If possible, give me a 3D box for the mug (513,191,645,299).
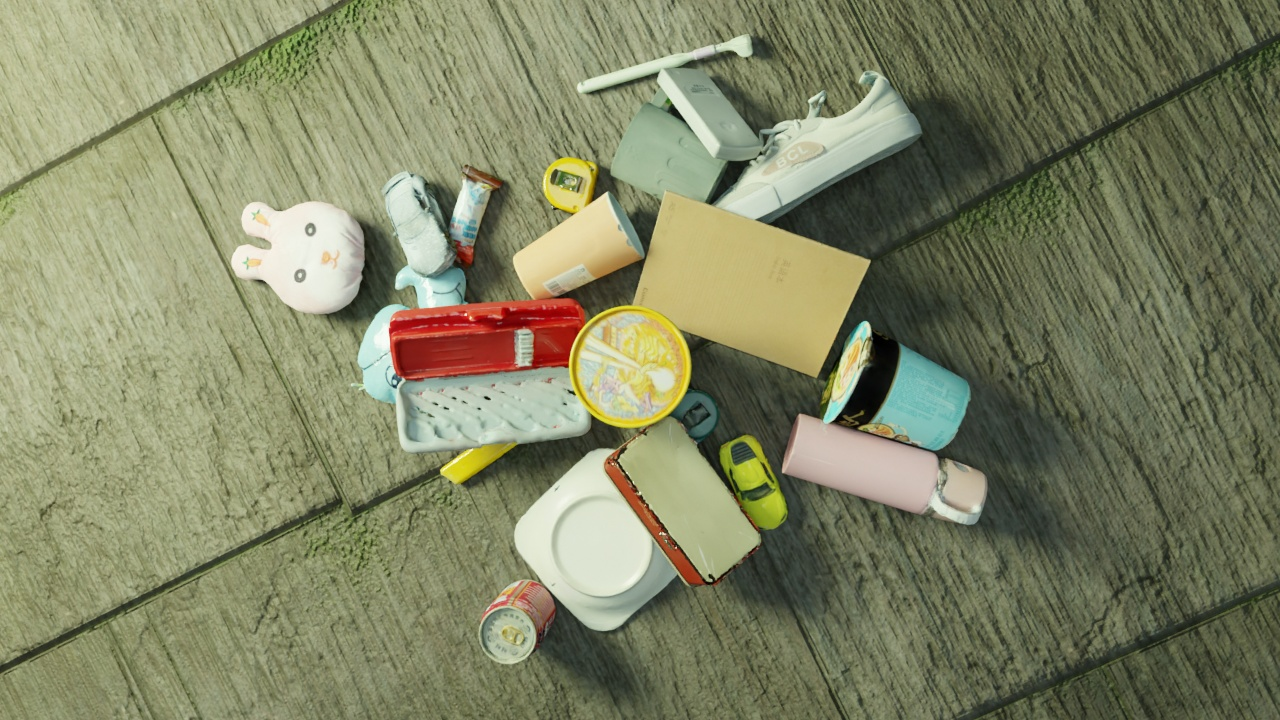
[{"bbox_3d":[-0.067,-0.113,0.962,0.123,0.078,0.078,-28,89,10],"label":"mug"}]

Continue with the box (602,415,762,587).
[{"bbox_3d":[0.046,0.143,0.941,0.091,0.078,0.168,-36,89,-21],"label":"box"}]

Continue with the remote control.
[{"bbox_3d":[0.069,-0.250,0.926,0.056,0.019,0.135,-9,53,-31],"label":"remote control"}]

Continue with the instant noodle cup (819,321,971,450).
[{"bbox_3d":[0.259,0.034,0.922,0.120,0.111,0.111,23,93,-2],"label":"instant noodle cup"}]

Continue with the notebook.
[{"bbox_3d":[0.105,-0.076,0.934,0.211,0.012,0.150,20,128,4],"label":"notebook"}]

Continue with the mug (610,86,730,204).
[{"bbox_3d":[0.042,-0.221,0.950,0.103,0.084,0.123,29,69,3],"label":"mug"}]

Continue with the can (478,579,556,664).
[{"bbox_3d":[-0.129,0.275,0.967,0.066,0.093,0.066,0,91,5],"label":"can"}]

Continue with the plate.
[{"bbox_3d":[-0.041,0.196,0.987,0.164,0.034,0.164,-44,88,4],"label":"plate"}]

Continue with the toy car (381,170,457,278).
[{"bbox_3d":[-0.238,-0.145,0.980,0.054,0.036,0.120,-32,72,17],"label":"toy car"}]

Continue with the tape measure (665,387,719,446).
[{"bbox_3d":[0.056,0.057,0.977,0.054,0.025,0.058,-42,88,6],"label":"tape measure"}]

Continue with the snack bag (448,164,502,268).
[{"bbox_3d":[-0.188,-0.156,0.994,0.048,0.026,0.104,23,94,-4],"label":"snack bag"}]

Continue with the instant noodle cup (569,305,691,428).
[{"bbox_3d":[-0.006,0.005,0.936,0.118,0.114,0.118,0,91,5],"label":"instant noodle cup"}]

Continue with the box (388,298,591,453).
[{"bbox_3d":[-0.155,0.014,0.958,0.201,0.065,0.160,-5,101,-11],"label":"box"}]

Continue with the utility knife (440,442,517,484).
[{"bbox_3d":[-0.153,0.086,1.003,0.154,0.015,0.033,-34,82,6],"label":"utility knife"}]

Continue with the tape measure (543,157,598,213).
[{"bbox_3d":[-0.075,-0.188,0.981,0.057,0.029,0.060,15,93,6],"label":"tape measure"}]

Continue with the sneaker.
[{"bbox_3d":[0.156,-0.207,0.928,0.242,0.089,0.090,-29,87,5],"label":"sneaker"}]

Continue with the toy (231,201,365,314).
[{"bbox_3d":[-0.375,-0.116,1.003,0.159,0.054,0.121,12,92,13],"label":"toy"}]

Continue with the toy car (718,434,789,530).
[{"bbox_3d":[0.120,0.130,0.970,0.048,0.032,0.105,-25,91,5],"label":"toy car"}]

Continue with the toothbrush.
[{"bbox_3d":[0.025,-0.312,0.973,0.190,0.020,0.029,-13,63,7],"label":"toothbrush"}]

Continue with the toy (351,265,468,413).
[{"bbox_3d":[-0.245,-0.020,0.992,0.156,0.050,0.161,-23,85,3],"label":"toy"}]

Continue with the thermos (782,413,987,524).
[{"bbox_3d":[0.247,0.117,0.931,0.198,0.087,0.067,18,113,6],"label":"thermos"}]
